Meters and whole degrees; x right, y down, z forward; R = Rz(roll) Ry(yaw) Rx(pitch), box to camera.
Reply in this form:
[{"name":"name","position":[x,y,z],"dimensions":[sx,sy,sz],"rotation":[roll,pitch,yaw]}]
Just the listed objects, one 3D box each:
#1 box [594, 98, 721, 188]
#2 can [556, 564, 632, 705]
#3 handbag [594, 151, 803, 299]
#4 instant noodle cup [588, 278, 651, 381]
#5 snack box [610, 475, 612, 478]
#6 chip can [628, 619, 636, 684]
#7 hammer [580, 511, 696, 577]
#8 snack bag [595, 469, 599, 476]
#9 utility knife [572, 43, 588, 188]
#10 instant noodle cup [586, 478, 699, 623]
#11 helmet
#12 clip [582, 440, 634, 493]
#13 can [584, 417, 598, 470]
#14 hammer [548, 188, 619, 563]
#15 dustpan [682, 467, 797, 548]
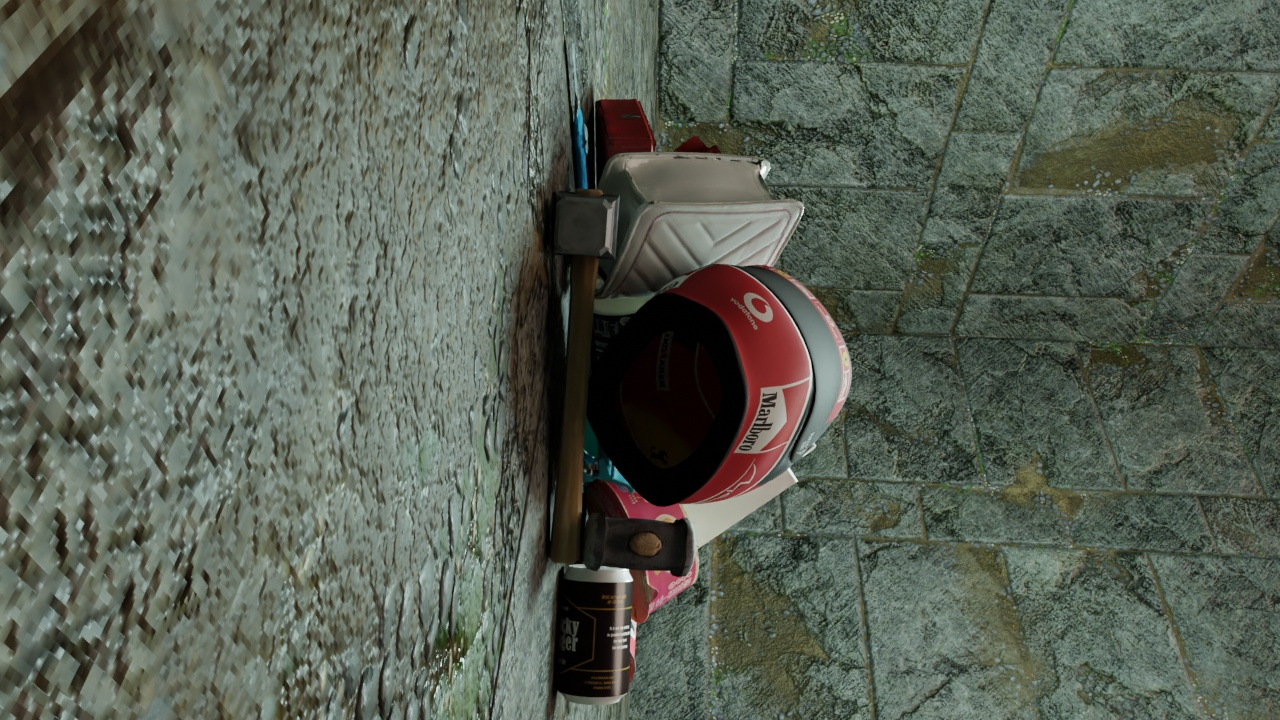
[{"name":"box","position":[-0.002,-0.210,1.027],"dimensions":[0.147,0.156,0.157],"rotation":[-45,-150,18]},{"name":"can","position":[-0.045,0.272,0.919],"dimensions":[0.072,0.072,0.128],"rotation":[75,17,-81]},{"name":"handbag","position":[0.043,-0.128,0.905],"dimensions":[0.096,0.198,0.142],"rotation":[60,-40,31]},{"name":"instant noodle cup","position":[-0.006,-0.033,1.014],"dimensions":[0.137,0.137,0.112],"rotation":[-84,166,-55]},{"name":"snack box","position":[-0.020,0.193,1.440],"dimensions":[0.239,0.056,0.195],"rotation":[97,-3,-48]},{"name":"chip can","position":[-0.038,0.326,1.160],"dimensions":[0.232,0.073,0.073],"rotation":[-80,172,-78]},{"name":"hammer","position":[-0.028,0.190,0.944],"dimensions":[0.329,0.098,0.052],"rotation":[137,-42,-73]},{"name":"snack bag","position":[-0.053,0.146,1.283],"dimensions":[0.155,0.018,0.074],"rotation":[92,1,-53]},{"name":"utility knife","position":[-0.057,-0.206,0.879],"dimensions":[0.225,0.015,0.031],"rotation":[87,1,-53]},{"name":"instant noodle cup","position":[0.005,0.212,1.087],"dimensions":[0.179,0.077,0.178],"rotation":[164,-90,-70]},{"name":"helmet","position":[0.085,0.017,0.869],"dimensions":[0.197,0.224,0.272],"rotation":[53,-43,17]},{"name":"clip","position":[-0.062,0.113,0.952],"dimensions":[0.130,0.121,0.031],"rotation":[38,53,-50]},{"name":"can","position":[0.006,0.085,1.094],"dimensions":[0.099,0.144,0.099],"rotation":[6,86,-87]},{"name":"hammer","position":[-0.055,0.016,0.790],"dimensions":[0.117,0.051,0.323],"rotation":[-90,-176,-81]},{"name":"dustpan","position":[0.053,0.097,1.181],"dimensions":[0.257,0.192,0.053],"rotation":[55,19,9]}]
